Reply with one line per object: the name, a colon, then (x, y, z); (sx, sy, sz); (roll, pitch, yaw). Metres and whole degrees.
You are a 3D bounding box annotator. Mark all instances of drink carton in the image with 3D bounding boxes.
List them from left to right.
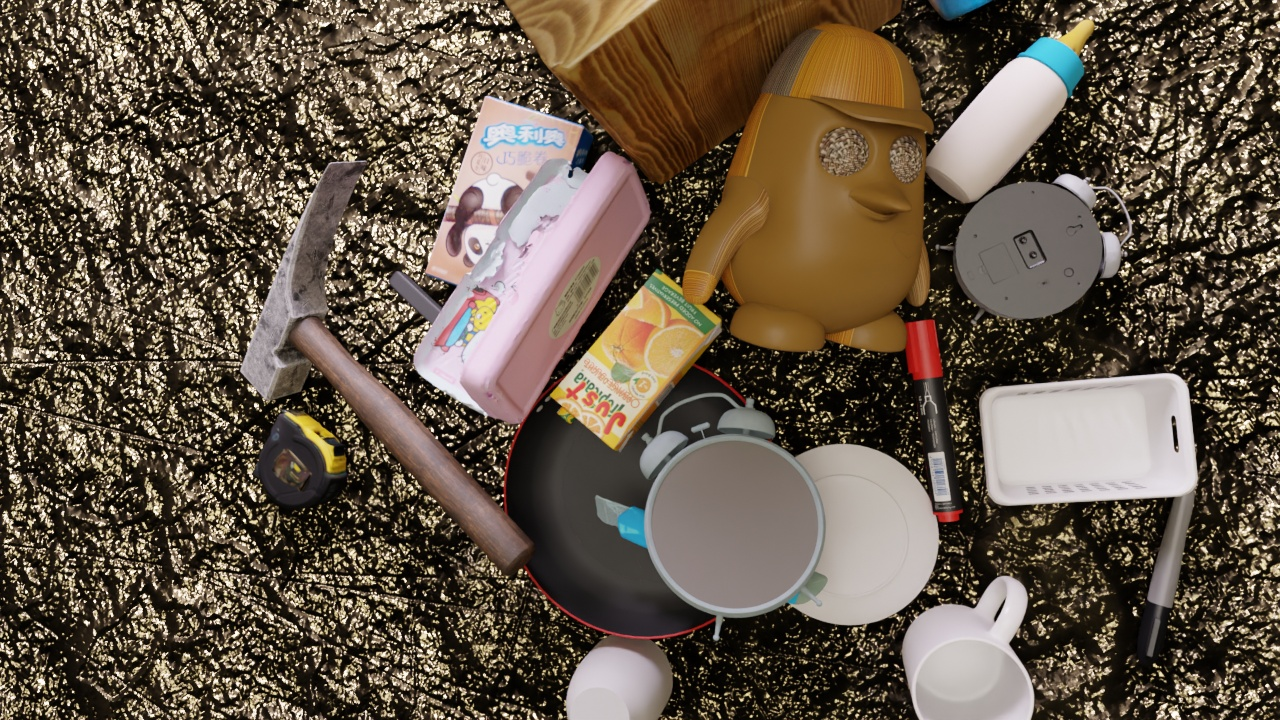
drink carton: (-0.004, 0.004, 0.647); (0.058, 0.041, 0.122); (40, 87, 10)

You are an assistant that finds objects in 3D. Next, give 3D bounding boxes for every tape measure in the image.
tape measure: (-0.282, 0.087, 0.763); (0.072, 0.042, 0.071); (30, 92, 9)

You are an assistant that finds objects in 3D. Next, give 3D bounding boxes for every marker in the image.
marker: (0.212, 0.044, 0.665); (0.023, 0.021, 0.145); (-7, 87, -10)
marker: (0.362, 0.144, 0.630); (0.016, 0.022, 0.138); (13, 93, 22)

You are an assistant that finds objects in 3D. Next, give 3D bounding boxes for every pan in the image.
pan: (-0.053, 0.052, 0.700); (0.356, 0.067, 0.209); (41, 97, 10)

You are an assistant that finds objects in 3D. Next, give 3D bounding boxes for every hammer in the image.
hammer: (-0.172, 0.021, 0.687); (0.300, 0.037, 0.218); (43, 121, 16)

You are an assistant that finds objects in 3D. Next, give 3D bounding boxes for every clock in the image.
clock: (0.059, 0.099, 0.624); (0.122, 0.045, 0.159); (-19, 77, 2)
clock: (0.281, -0.080, 0.646); (0.123, 0.035, 0.094); (-25, 84, 10)

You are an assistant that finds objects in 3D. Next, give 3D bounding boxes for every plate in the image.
plate: (0.152, 0.130, 0.682); (0.135, 0.011, 0.134); (0, 89, 12)

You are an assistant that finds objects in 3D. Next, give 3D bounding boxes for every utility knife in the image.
utility knife: (0.045, 0.133, 0.650); (0.173, 0.015, 0.031); (20, 91, 10)

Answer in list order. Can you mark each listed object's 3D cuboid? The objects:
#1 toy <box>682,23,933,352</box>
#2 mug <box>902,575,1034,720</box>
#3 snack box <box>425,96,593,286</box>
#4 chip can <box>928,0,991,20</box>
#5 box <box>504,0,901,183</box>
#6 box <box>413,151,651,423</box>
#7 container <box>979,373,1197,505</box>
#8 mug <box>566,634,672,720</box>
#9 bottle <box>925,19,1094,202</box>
toy: (0.128, -0.114, 0.607); (0.198, 0.162, 0.203); (0, 106, -26)
mug: (0.228, 0.197, 0.623); (0.074, 0.090, 0.110); (29, 95, 11)
snack box: (-0.105, -0.124, 0.732); (0.087, 0.034, 0.151); (20, 93, 12)
chip can: (0.190, -0.350, 0.621); (0.080, 0.079, 0.229); (-26, 103, 10)
box: (0.035, -0.292, 0.582); (0.257, 0.279, 0.215); (-32, 81, 9)
box: (-0.081, -0.060, 0.659); (0.095, 0.088, 0.201); (22, 71, 26)
container: (0.301, 0.054, 0.631); (0.129, 0.049, 0.080); (-5, 88, 12)
mug: (-0.014, 0.265, 0.675); (0.071, 0.089, 0.107); (-16, 85, 11)
bottle: (0.264, -0.179, 0.643); (0.051, 0.051, 0.146); (42, 97, 10)
